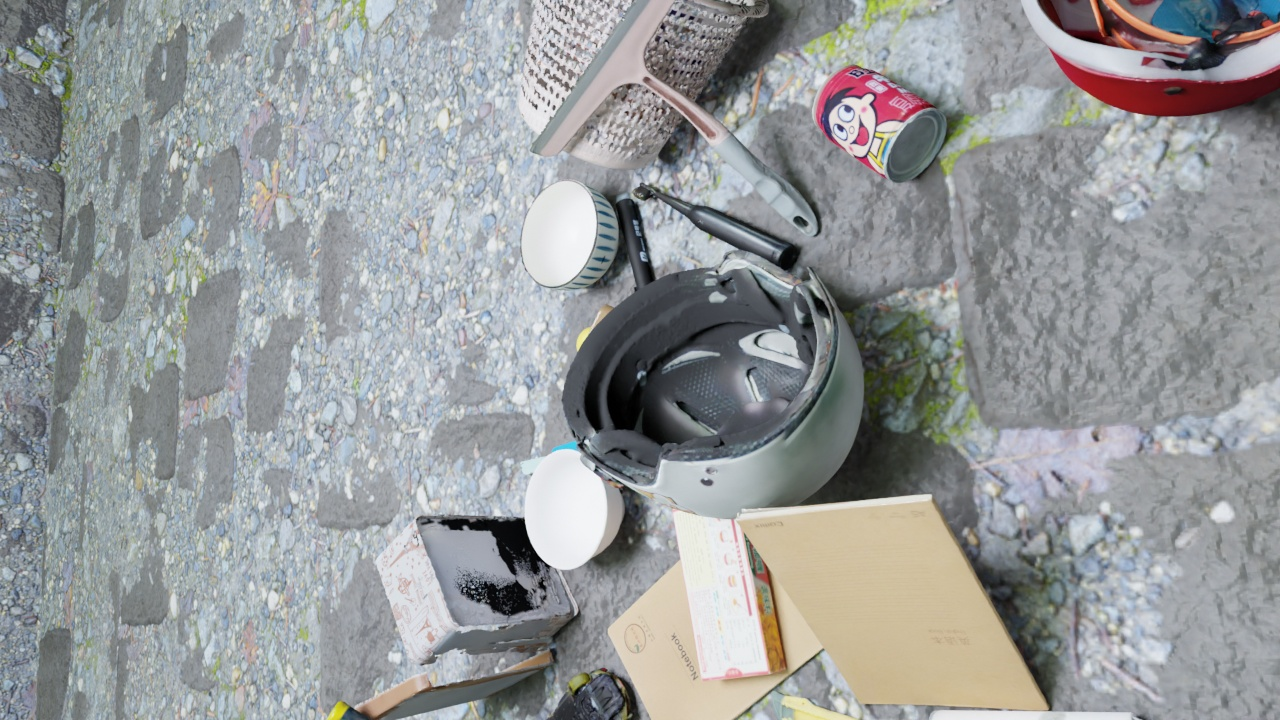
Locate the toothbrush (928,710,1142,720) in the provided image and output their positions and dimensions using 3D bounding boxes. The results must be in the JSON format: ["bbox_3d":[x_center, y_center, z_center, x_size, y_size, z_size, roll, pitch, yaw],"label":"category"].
[{"bbox_3d":[0.304,0.251,0.620,0.222,0.026,0.026,-17,28,40],"label":"toothbrush"}]

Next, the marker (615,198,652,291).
[{"bbox_3d":[-0.004,-0.107,0.954,0.022,0.020,0.132,-19,71,18],"label":"marker"}]

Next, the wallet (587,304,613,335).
[{"bbox_3d":[-0.005,0.005,0.911,0.115,0.033,0.090,26,98,23],"label":"wallet"}]

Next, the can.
[{"bbox_3d":[0.194,-0.197,0.756,0.094,0.066,0.067,48,115,36],"label":"can"}]

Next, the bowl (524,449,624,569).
[{"bbox_3d":[-0.056,0.151,0.934,0.119,0.064,0.118,-8,78,41],"label":"bowl"}]

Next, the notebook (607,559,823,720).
[{"bbox_3d":[0.061,0.257,0.852,0.208,0.008,0.147,-49,55,26],"label":"notebook"}]

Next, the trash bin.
[{"bbox_3d":[-0.019,-0.302,0.884,0.227,0.227,0.193,52,130,34],"label":"trash bin"}]

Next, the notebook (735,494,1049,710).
[{"bbox_3d":[0.180,0.178,0.658,0.150,0.012,0.211,-14,119,40],"label":"notebook"}]

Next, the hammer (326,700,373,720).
[{"bbox_3d":[-0.155,0.416,0.881,0.323,0.031,0.126,28,108,0],"label":"hammer"}]

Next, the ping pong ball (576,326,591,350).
[{"bbox_3d":[-0.047,-0.016,0.967,0.040,0.040,0.040,-7,79,41],"label":"ping pong ball"}]

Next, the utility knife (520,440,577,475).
[{"bbox_3d":[-0.063,0.098,0.980,0.205,0.018,0.034,-18,61,40],"label":"utility knife"}]

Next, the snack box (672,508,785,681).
[{"bbox_3d":[0.076,0.202,0.821,0.077,0.027,0.155,-22,69,38],"label":"snack box"}]

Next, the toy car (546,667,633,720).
[{"bbox_3d":[-0.065,0.377,0.926,0.158,0.042,0.070,-53,53,22],"label":"toy car"}]

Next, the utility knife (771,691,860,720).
[{"bbox_3d":[0.190,0.301,0.728,0.207,0.021,0.031,1,90,38],"label":"utility knife"}]

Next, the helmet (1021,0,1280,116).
[{"bbox_3d":[0.363,-0.253,0.565,0.240,0.143,0.206,-25,67,22],"label":"helmet"}]

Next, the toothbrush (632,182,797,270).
[{"bbox_3d":[0.065,-0.136,0.892,0.027,0.026,0.213,-42,48,-17],"label":"toothbrush"}]

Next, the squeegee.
[{"bbox_3d":[0.064,-0.196,0.809,0.248,0.249,0.040,-43,13,39],"label":"squeegee"}]

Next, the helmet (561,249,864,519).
[{"bbox_3d":[0.073,0.037,0.765,0.229,0.157,0.274,-53,30,-18],"label":"helmet"}]

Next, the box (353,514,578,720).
[{"bbox_3d":[-0.196,0.281,0.970,0.194,0.182,0.156,-44,56,25],"label":"box"}]

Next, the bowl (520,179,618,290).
[{"bbox_3d":[-0.066,-0.129,0.983,0.117,0.066,0.116,-6,80,41],"label":"bowl"}]
